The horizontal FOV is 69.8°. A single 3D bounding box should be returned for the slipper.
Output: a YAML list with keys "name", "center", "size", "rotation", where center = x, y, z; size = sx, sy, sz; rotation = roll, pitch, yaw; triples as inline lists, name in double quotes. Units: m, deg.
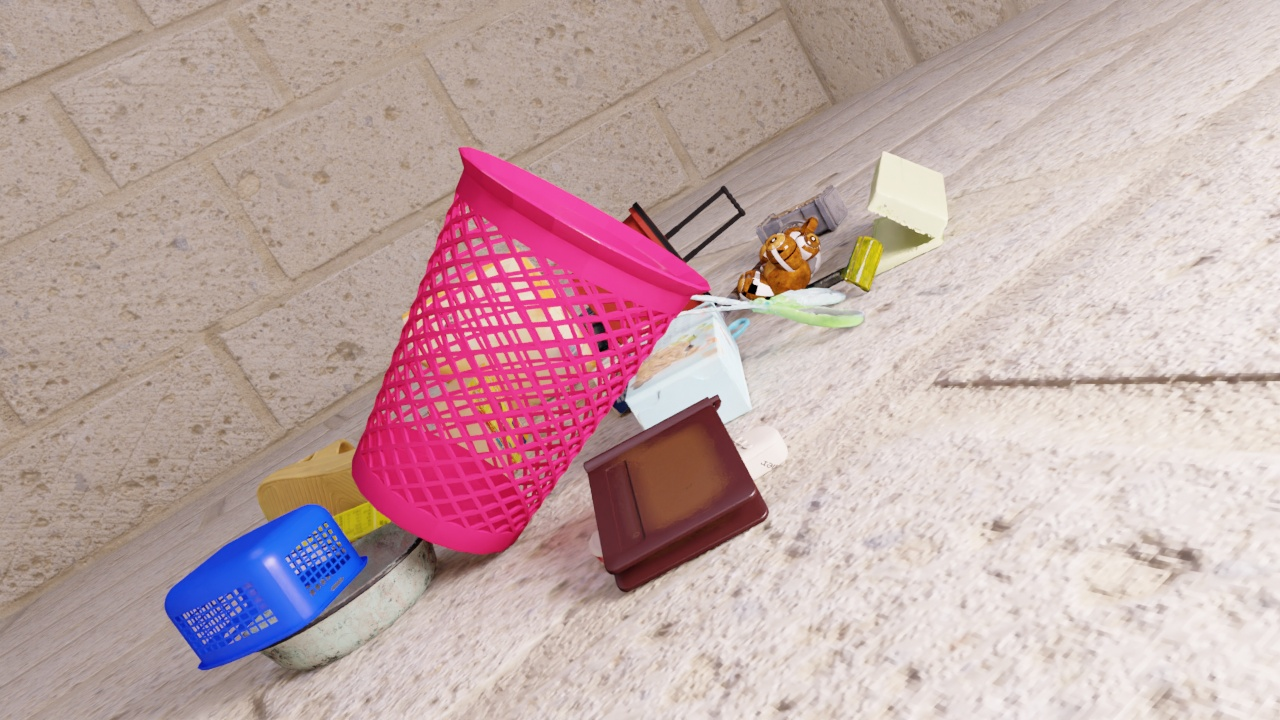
- name: "slipper"
  center: [-0.300, 0.128, 0.949]
  size: [0.264, 0.099, 0.078]
  rotation: [-18, 26, 35]

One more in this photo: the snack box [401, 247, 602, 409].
- name: "snack box"
  center: [-0.140, -0.014, 1.003]
  size: [0.145, 0.080, 0.195]
  rotation: [-30, -30, 6]

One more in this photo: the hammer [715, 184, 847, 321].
- name: "hammer"
  center: [0.137, -0.107, 1.008]
  size: [0.099, 0.044, 0.320]
  rotation: [-22, 15, 37]

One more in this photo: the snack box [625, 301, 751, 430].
- name: "snack box"
  center: [0.036, 0.008, 0.705]
  size: [0.075, 0.053, 0.174]
  rotation: [-27, 14, 10]

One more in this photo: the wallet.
- name: "wallet"
  center: [0.015, 0.066, 0.503]
  size: [0.091, 0.018, 0.115]
  rotation: [-29, 27, 4]

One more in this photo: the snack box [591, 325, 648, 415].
- name: "snack box"
  center: [-0.005, 0.005, 0.876]
  size: [0.082, 0.026, 0.150]
  rotation: [-41, 10, -1]

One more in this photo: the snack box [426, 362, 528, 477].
- name: "snack box"
  center: [-0.153, 0.061, 0.885]
  size: [0.040, 0.088, 0.125]
  rotation: [-30, 11, 4]

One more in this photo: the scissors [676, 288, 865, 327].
- name: "scissors"
  center: [0.099, -0.043, 0.725]
  size: [0.172, 0.023, 0.168]
  rotation: [13, 24, 33]

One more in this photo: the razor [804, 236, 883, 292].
- name: "razor"
  center: [0.169, -0.071, 0.787]
  size: [0.106, 0.026, 0.042]
  rotation: [151, 141, -72]

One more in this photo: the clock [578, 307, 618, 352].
- name: "clock"
  center: [-0.037, -0.054, 1.198]
  size: [0.130, 0.052, 0.090]
  rotation: [-27, 11, 23]

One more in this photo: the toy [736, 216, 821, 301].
- name: "toy"
  center: [0.141, -0.097, 0.888]
  size: [0.087, 0.067, 0.112]
  rotation: [-52, 10, 34]

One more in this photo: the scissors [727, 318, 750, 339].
- name: "scissors"
  center: [0.039, 0.002, 0.848]
  size: [0.135, 0.015, 0.126]
  rotation: [-35, 12, -33]

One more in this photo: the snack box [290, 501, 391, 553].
- name: "snack box"
  center: [-0.280, 0.165, 0.870]
  size: [0.148, 0.029, 0.040]
  rotation: [-23, -25, 33]

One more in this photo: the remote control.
- name: "remote control"
  center: [0.027, 0.076, 0.520]
  size: [0.125, 0.018, 0.038]
  rotation: [-32, 11, -6]

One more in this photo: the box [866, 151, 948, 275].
- name: "box"
  center: [0.243, -0.139, 0.837]
  size: [0.078, 0.089, 0.187]
  rotation: [5, 21, 15]

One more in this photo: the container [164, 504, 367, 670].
- name: "container"
  center: [-0.255, 0.149, 0.620]
  size: [0.114, 0.058, 0.096]
  rotation: [-26, 11, 23]

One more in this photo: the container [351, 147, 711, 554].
- name: "container"
  center: [-0.088, 0.002, 0.620]
  size: [0.226, 0.183, 0.183]
  rotation: [-60, 6, 12]

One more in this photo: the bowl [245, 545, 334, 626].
- name: "bowl"
  center: [-0.309, 0.197, 0.815]
  size: [0.110, 0.040, 0.110]
  rotation: [-29, 11, 6]

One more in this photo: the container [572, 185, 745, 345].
- name: "container"
  center: [0.035, -0.112, 1.016]
  size: [0.201, 0.148, 0.127]
  rotation: [-39, 11, 6]

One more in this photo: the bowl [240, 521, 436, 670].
- name: "bowl"
  center: [-0.208, 0.171, 0.663]
  size: [0.157, 0.038, 0.157]
  rotation: [-29, 11, 6]
